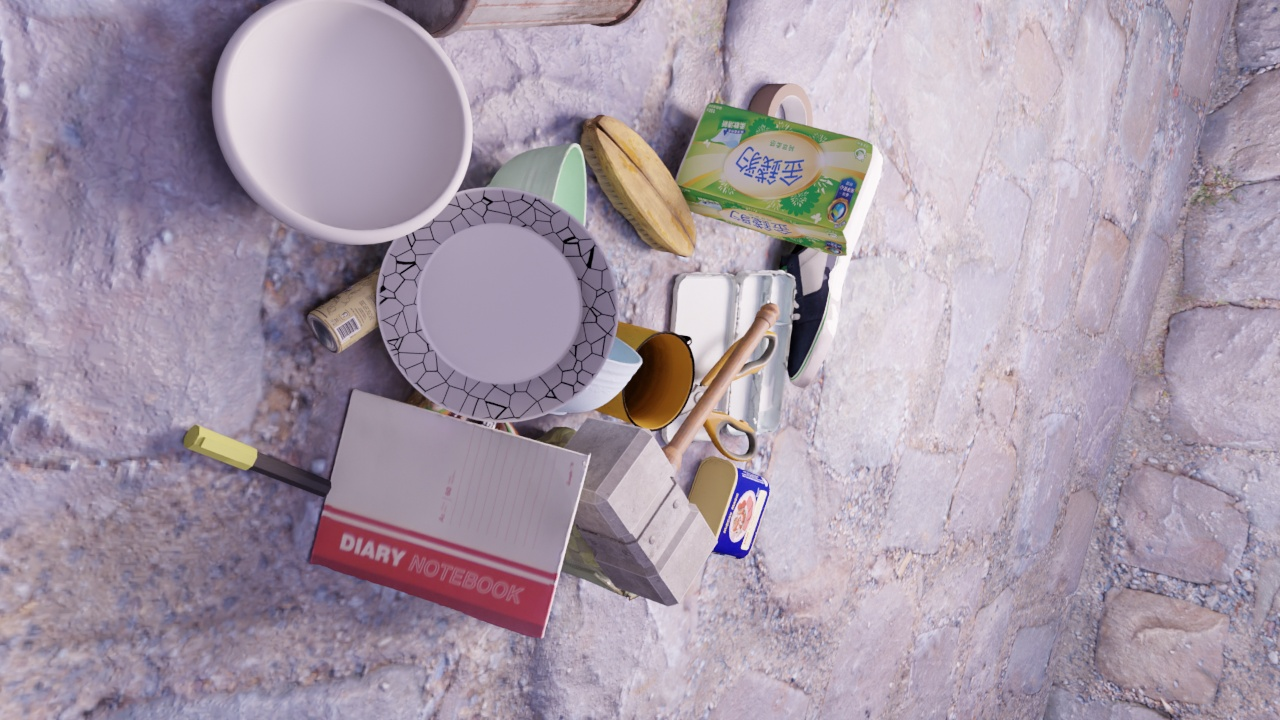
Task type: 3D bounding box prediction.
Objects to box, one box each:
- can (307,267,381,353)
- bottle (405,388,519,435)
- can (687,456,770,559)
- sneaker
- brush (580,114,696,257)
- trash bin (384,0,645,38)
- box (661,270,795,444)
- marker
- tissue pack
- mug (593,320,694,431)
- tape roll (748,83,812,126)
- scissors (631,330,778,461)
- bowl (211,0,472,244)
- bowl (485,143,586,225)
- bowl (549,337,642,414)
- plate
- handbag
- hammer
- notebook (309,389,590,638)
[{"bbox_3d":[-0.221,-0.043,0.733,0.079,0.038,0.038,-41,128,-32],"label":"can"},{"bbox_3d":[-0.132,0.079,0.814,0.167,0.059,0.059,43,68,-23],"label":"bottle"},{"bbox_3d":[0.106,0.186,1.139,0.092,0.057,0.116,25,82,-49],"label":"can"},{"bbox_3d":[0.207,-0.086,1.157,0.079,0.084,0.235,14,88,-9],"label":"sneaker"},{"bbox_3d":[0.001,-0.172,0.931,0.195,0.043,0.059,48,65,-42],"label":"brush"},{"bbox_3d":[-0.100,-0.323,0.716,0.210,0.131,0.131,-22,116,-44],"label":"trash bin"},{"bbox_3d":[0.105,-0.004,1.093,0.188,0.037,0.209,-6,105,-32],"label":"box"},{"bbox_3d":[-0.290,0.080,0.707,0.124,0.021,0.017,37,74,-47],"label":"marker"},{"bbox_3d":[0.153,-0.183,0.991,0.120,0.198,0.141,-62,161,-5],"label":"tissue pack"},{"bbox_3d":[-0.005,0.005,0.937,0.123,0.094,0.100,-39,127,-31],"label":"mug"},{"bbox_3d":[0.165,-0.279,1.086,0.093,0.030,0.094,-16,112,-44],"label":"tape roll"},{"bbox_3d":[0.082,0.052,1.064,0.224,0.016,0.217,-27,118,-26],"label":"scissors"},{"bbox_3d":[-0.216,-0.169,0.665,0.176,0.066,0.176,1,88,-29],"label":"bowl"},{"bbox_3d":[-0.097,-0.116,0.799,0.151,0.077,0.151,9,88,-83],"label":"bowl"},{"bbox_3d":[-0.081,0.001,0.827,0.150,0.150,0.075,14,106,-48],"label":"bowl"},{"bbox_3d":[-0.112,-0.043,0.727,0.188,0.016,0.189,0,107,-1],"label":"plate"},{"bbox_3d":[-0.039,0.145,0.928,0.116,0.113,0.186,-32,122,-37],"label":"handbag"},{"bbox_3d":[0.054,0.054,0.875,0.316,0.083,0.163,-53,131,-28],"label":"hammer"},{"bbox_3d":[-0.157,0.122,0.741,0.012,0.209,0.153,9,95,-78],"label":"notebook"}]
